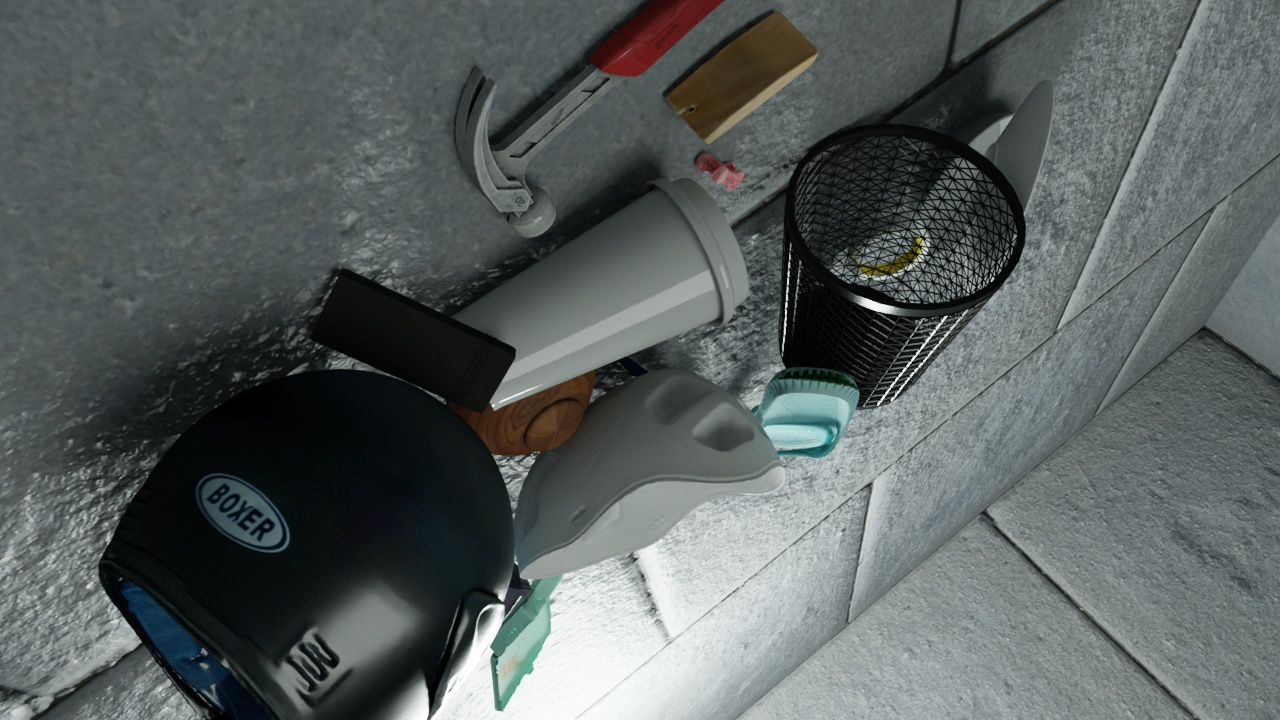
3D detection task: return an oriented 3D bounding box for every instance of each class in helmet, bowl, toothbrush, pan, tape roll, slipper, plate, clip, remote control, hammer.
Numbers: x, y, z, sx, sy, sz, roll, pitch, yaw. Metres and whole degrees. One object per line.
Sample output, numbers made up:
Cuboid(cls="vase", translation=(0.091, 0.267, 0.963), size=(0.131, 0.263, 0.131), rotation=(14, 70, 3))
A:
Cuboid(cls="helmet", translation=(-0.208, 0.147, 0.653), size=(0.235, 0.249, 0.317), rotation=(-47, 159, -37))
Cuboid(cls="bowl", translation=(-0.093, 0.039, 0.821), size=(0.147, 0.069, 0.147), rotation=(-30, 148, -21))
Cuboid(cls="toothbrush", translation=(-0.006, 0.005, 0.930), size=(0.017, 0.016, 0.190), rotation=(-3, 160, 23))
Cuboid(cls="pan", translation=(0.426, -0.191, 1.155), size=(0.201, 0.051, 0.356), rotation=(-48, 150, 9))
Cuboid(cls="helmet", translation=(-0.006, 0.130, 0.926), size=(0.283, 0.184, 0.224), rotation=(-46, 152, 12))
Cuboid(cls="tape roll", translation=(0.285, -0.129, 1.060), size=(0.094, 0.019, 0.094), rotation=(-7, 147, -5))
Cuboid(cls="slipper", translation=(0.170, 0.073, 0.986), size=(0.116, 0.069, 0.276), rotation=(3, 162, 2))
Cuboid(cls="plate", translation=(0.368, -0.179, 0.958), size=(0.229, 0.030, 0.229), rotation=(18, 88, -83))
Cuboid(cls="clip", translation=(0.073, -0.161, 0.795), size=(0.060, 0.044, 0.023), rotation=(22, 116, -43))
Cuboid(cls="remote control", translation=(-0.160, -0.012, 0.652), size=(0.133, 0.013, 0.058), rotation=(27, 114, -17))
Cuboid(cls="hammer", translation=(0.005, -0.225, 0.635), size=(0.315, 0.036, 0.126), rotation=(-42, 148, -3))

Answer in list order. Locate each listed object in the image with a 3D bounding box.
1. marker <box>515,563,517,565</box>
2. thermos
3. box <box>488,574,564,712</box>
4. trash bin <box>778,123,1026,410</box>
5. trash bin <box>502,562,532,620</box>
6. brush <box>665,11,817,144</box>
Cuboid(cls="marker", translation=(-0.196, 0.282, 1.070), size=(0.132, 0.014, 0.014), rotation=(-40, 150, -5))
Cuboid(cls="thermos", translation=(-0.036, -0.047, 0.735), size=(0.221, 0.131, 0.132), rotation=(-28, 148, -10))
Cuboid(cls="box", translation=(-0.126, 0.298, 1.057), size=(0.138, 0.057, 0.186), rotation=(-67, 173, 15))
Cuboid(cls="trash bin", translation=(0.240, -0.076, 0.944), size=(0.216, 0.217, 0.244), rotation=(-32, 155, -18))
Cuboid(cls="trash bin", translation=(-0.204, 0.258, 0.959), size=(0.161, 0.092, 0.093), rotation=(-48, 150, 1))
Cuboid(cls="brush", translation=(0.079, -0.217, 0.715), size=(0.117, 0.049, 0.039), rotation=(-39, 168, -5))
